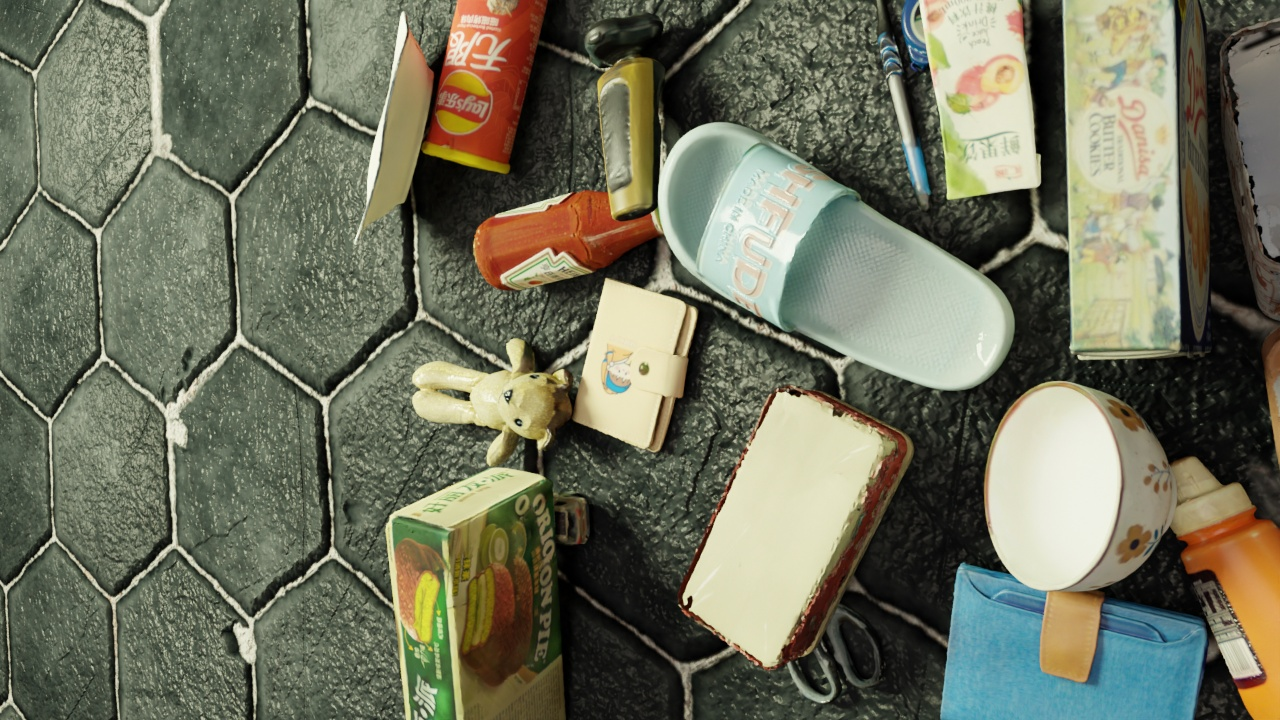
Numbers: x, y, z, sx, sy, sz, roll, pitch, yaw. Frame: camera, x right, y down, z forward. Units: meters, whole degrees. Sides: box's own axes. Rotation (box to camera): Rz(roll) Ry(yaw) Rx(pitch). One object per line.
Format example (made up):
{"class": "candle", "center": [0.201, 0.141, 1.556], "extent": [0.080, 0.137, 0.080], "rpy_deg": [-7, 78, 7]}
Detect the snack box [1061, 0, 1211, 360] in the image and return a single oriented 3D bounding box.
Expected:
{"class": "snack box", "center": [0.244, -0.092, 0.443], "extent": [0.046, 0.177, 0.182], "rpy_deg": [-1, 91, 36]}

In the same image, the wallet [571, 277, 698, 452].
{"class": "wallet", "center": [-0.004, 0.004, 0.687], "extent": [0.087, 0.024, 0.115], "rpy_deg": [20, 100, 28]}

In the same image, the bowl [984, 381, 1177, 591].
{"class": "bowl", "center": [0.247, 0.070, 0.502], "extent": [0.062, 0.113, 0.113], "rpy_deg": [7, 96, -11]}

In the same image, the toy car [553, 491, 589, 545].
{"class": "toy car", "center": [-0.082, 0.125, 0.730], "extent": [0.091, 0.035, 0.042], "rpy_deg": [-1, 89, 33]}

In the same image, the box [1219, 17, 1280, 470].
{"class": "box", "center": [0.378, -0.039, 0.408], "extent": [0.179, 0.126, 0.273], "rpy_deg": [-10, 91, 31]}

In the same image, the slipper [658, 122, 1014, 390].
{"class": "slipper", "center": [0.112, -0.060, 0.570], "extent": [0.245, 0.074, 0.104], "rpy_deg": [32, 107, 14]}

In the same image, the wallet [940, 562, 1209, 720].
{"class": "wallet", "center": [0.247, 0.181, 0.532], "extent": [0.133, 0.040, 0.106], "rpy_deg": [9, 100, 30]}

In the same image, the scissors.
{"class": "scissors", "center": [0.099, 0.151, 0.633], "extent": [0.175, 0.014, 0.136], "rpy_deg": [32, 105, 27]}

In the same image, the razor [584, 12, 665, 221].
{"class": "razor", "center": [-0.010, -0.171, 0.643], "extent": [0.062, 0.067, 0.167], "rpy_deg": [-19, 61, 34]}

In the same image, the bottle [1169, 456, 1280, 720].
{"class": "bottle", "center": [0.319, 0.119, 0.474], "extent": [0.067, 0.066, 0.149], "rpy_deg": [-33, 67, 27]}

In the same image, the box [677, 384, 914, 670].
{"class": "box", "center": [0.097, 0.106, 0.586], "extent": [0.091, 0.079, 0.168], "rpy_deg": [29, 100, 29]}

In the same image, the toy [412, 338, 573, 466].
{"class": "toy", "center": [-0.122, 0.030, 0.734], "extent": [0.157, 0.066, 0.105], "rpy_deg": [6, 77, 36]}

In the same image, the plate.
{"class": "plate", "center": [-0.199, -0.187, 0.752], "extent": [0.164, 0.034, 0.164], "rpy_deg": [-103, 31, -51]}

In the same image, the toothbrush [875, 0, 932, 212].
{"class": "toothbrush", "center": [0.161, -0.186, 0.588], "extent": [0.014, 0.016, 0.189], "rpy_deg": [-15, 84, 38]}

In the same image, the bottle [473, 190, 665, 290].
{"class": "bottle", "center": [-0.026, -0.098, 0.680], "extent": [0.206, 0.059, 0.059], "rpy_deg": [-10, 85, 25]}

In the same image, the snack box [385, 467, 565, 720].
{"class": "snack box", "center": [-0.116, 0.210, 0.680], "extent": [0.063, 0.114, 0.240], "rpy_deg": [7, 107, 32]}

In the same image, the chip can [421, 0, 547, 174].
{"class": "chip can", "center": [-0.113, -0.259, 0.720], "extent": [0.073, 0.073, 0.217], "rpy_deg": [22, 102, 29]}

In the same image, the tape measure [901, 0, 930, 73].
{"class": "tape measure", "center": [0.190, -0.209, 0.564], "extent": [0.058, 0.025, 0.054], "rpy_deg": [-17, 81, 20]}

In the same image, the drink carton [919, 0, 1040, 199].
{"class": "drink carton", "center": [0.198, -0.159, 0.532], "extent": [0.054, 0.045, 0.122], "rpy_deg": [-7, 106, 23]}
